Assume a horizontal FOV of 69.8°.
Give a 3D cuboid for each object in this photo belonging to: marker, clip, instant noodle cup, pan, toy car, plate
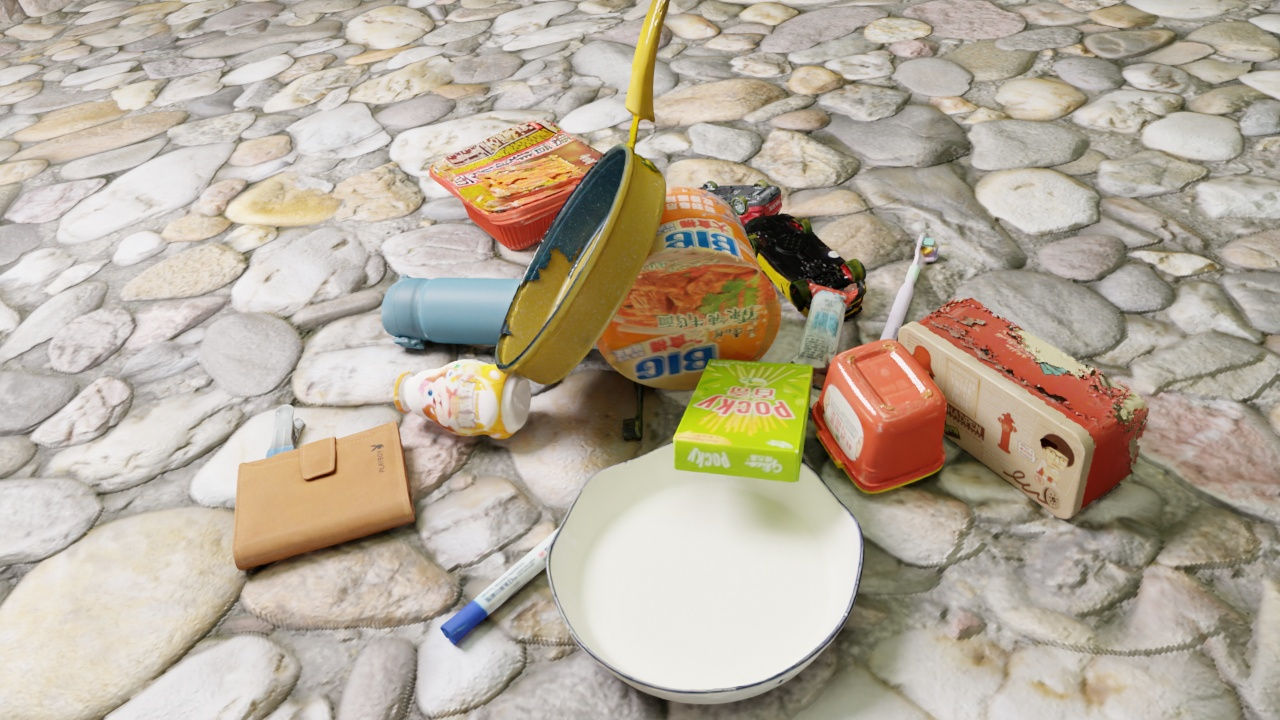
[{"bbox_3d":[-0.078,0.144,0.641,0.017,0.017,0.145,27,50,36],"label":"marker"},{"bbox_3d":[-0.302,0.066,0.781,0.024,0.028,0.056,-9,47,2],"label":"clip"},{"bbox_3d":[-0.125,-0.192,1.021,0.164,0.079,0.189,-28,41,-23],"label":"instant noodle cup"},{"bbox_3d":[-0.023,-0.148,0.694,0.078,0.358,0.197,28,10,-19],"label":"pan"},{"bbox_3d":[0.093,-0.162,0.970,0.121,0.045,0.052,13,39,43],"label":"toy car"},{"bbox_3d":[0.043,0.136,0.607,0.205,0.046,0.204,-4,38,3],"label":"plate"},{"bbox_3d":[0.153,-0.091,0.873,0.071,0.041,0.155,-21,45,-16],"label":"toy car"},{"bbox_3d":[0.034,-0.066,0.766,0.151,0.151,0.111,-7,45,2],"label":"instant noodle cup"}]

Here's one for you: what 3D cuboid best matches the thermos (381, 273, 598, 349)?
[{"bbox_3d":[-0.131,-0.043,0.850,0.221,0.070,0.070,2,39,13],"label":"thermos"}]

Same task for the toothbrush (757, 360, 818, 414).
[{"bbox_3d":[0.099,0.008,0.784,0.016,0.018,0.191,-29,45,-25],"label":"toothbrush"}]

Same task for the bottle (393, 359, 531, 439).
[{"bbox_3d":[-0.148,0.030,0.758,0.108,0.063,0.063,4,40,15],"label":"bottle"}]

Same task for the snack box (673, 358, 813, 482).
[{"bbox_3d":[0.080,0.039,0.676,0.086,0.026,0.156,4,22,13],"label":"snack box"}]

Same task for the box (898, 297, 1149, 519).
[{"bbox_3d":[0.275,0.024,0.667,0.078,0.091,0.168,-28,43,-19],"label":"box"}]

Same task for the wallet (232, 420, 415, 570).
[{"bbox_3d":[-0.246,0.102,0.714,0.131,0.031,0.107,-14,40,-10],"label":"wallet"}]

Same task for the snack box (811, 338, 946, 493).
[{"bbox_3d":[0.174,0.038,0.670,0.082,0.080,0.091,-18,48,-12],"label":"snack box"}]

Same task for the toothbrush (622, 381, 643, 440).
[{"bbox_3d":[-0.005,0.005,0.807,0.017,0.012,0.185,-13,37,11],"label":"toothbrush"}]

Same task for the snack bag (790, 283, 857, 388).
[{"bbox_3d":[0.156,-0.025,0.783,0.045,0.026,0.105,13,66,14],"label":"snack bag"}]

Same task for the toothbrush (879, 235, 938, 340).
[{"bbox_3d":[0.241,-0.054,0.832,0.021,0.029,0.188,-30,19,46],"label":"toothbrush"}]
